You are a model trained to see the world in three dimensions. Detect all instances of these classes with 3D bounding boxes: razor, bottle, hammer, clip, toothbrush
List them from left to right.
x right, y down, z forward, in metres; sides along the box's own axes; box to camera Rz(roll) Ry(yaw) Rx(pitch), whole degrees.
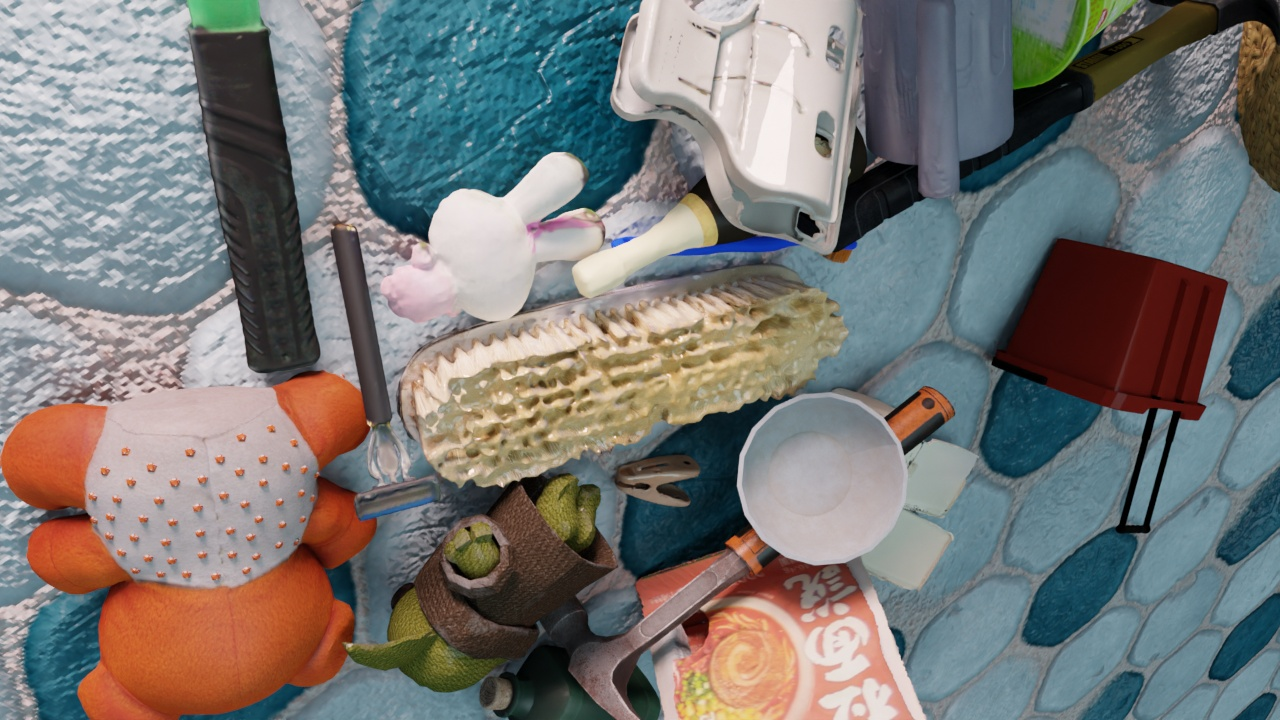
[{"bbox_3d":[-0.167,-0.138,0.372,0.130,0.032,0.319,-13,124,-26],"label":"hammer"},{"bbox_3d":[-0.133,0.005,0.454,0.042,0.022,0.144,-12,97,-24],"label":"razor"},{"bbox_3d":[-0.055,0.240,0.644,0.131,0.061,0.061,25,101,-39],"label":"bottle"},{"bbox_3d":[0.010,0.086,0.619,0.060,0.024,0.041,-5,118,-19],"label":"clip"},{"bbox_3d":[0.043,-0.084,0.514,0.184,0.045,0.045,-30,129,-17],"label":"bottle"},{"bbox_3d":[0.062,-0.068,0.562,0.182,0.016,0.018,-5,124,-29],"label":"toothbrush"},{"bbox_3d":[0.063,-0.136,0.458,0.152,0.096,0.126,21,71,-32],"label":"clip"},{"bbox_3d":[0.093,0.128,0.616,0.314,0.138,0.035,-37,144,-8],"label":"hammer"},{"bbox_3d":[0.248,-0.159,0.572,0.333,0.118,0.025,-30,126,-7],"label":"hammer"}]

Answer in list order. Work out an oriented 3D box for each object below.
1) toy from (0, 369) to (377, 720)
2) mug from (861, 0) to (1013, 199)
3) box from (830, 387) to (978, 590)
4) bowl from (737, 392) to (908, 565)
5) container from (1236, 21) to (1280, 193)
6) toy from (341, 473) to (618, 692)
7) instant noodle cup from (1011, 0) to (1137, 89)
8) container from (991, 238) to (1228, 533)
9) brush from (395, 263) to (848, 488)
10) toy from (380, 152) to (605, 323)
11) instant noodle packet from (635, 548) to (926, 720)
[{"bbox_3d":[-0.209,0.094,0.453,0.163,0.093,0.172,-8,109,-31],"label":"toy"},{"bbox_3d":[0.162,-0.164,0.503,0.084,0.123,0.104,0,127,19],"label":"mug"},{"bbox_3d":[0.185,0.110,0.722,0.183,0.050,0.144,18,107,-36],"label":"box"},{"bbox_3d":[0.111,0.073,0.584,0.106,0.039,0.106,0,88,-2],"label":"bowl"},{"bbox_3d":[0.498,-0.236,0.551,0.306,0.197,0.307,10,89,-69],"label":"container"},{"bbox_3d":[-0.084,0.131,0.548,0.153,0.078,0.179,-43,154,3],"label":"toy"},{"bbox_3d":[0.248,-0.227,0.536,0.107,0.099,0.099,-32,130,-21],"label":"instant noodle cup"},{"bbox_3d":[0.366,0.018,0.726,0.148,0.127,0.201,7,103,-34],"label":"container"},{"bbox_3d":[-0.003,0.003,0.537,0.270,0.056,0.083,-14,127,-24],"label":"brush"},{"bbox_3d":[-0.075,-0.058,0.471,0.122,0.038,0.079,-31,141,-13],"label":"toy"},{"bbox_3d":[0.096,0.229,0.601,0.164,0.220,0.084,-18,129,6],"label":"instant noodle packet"}]
